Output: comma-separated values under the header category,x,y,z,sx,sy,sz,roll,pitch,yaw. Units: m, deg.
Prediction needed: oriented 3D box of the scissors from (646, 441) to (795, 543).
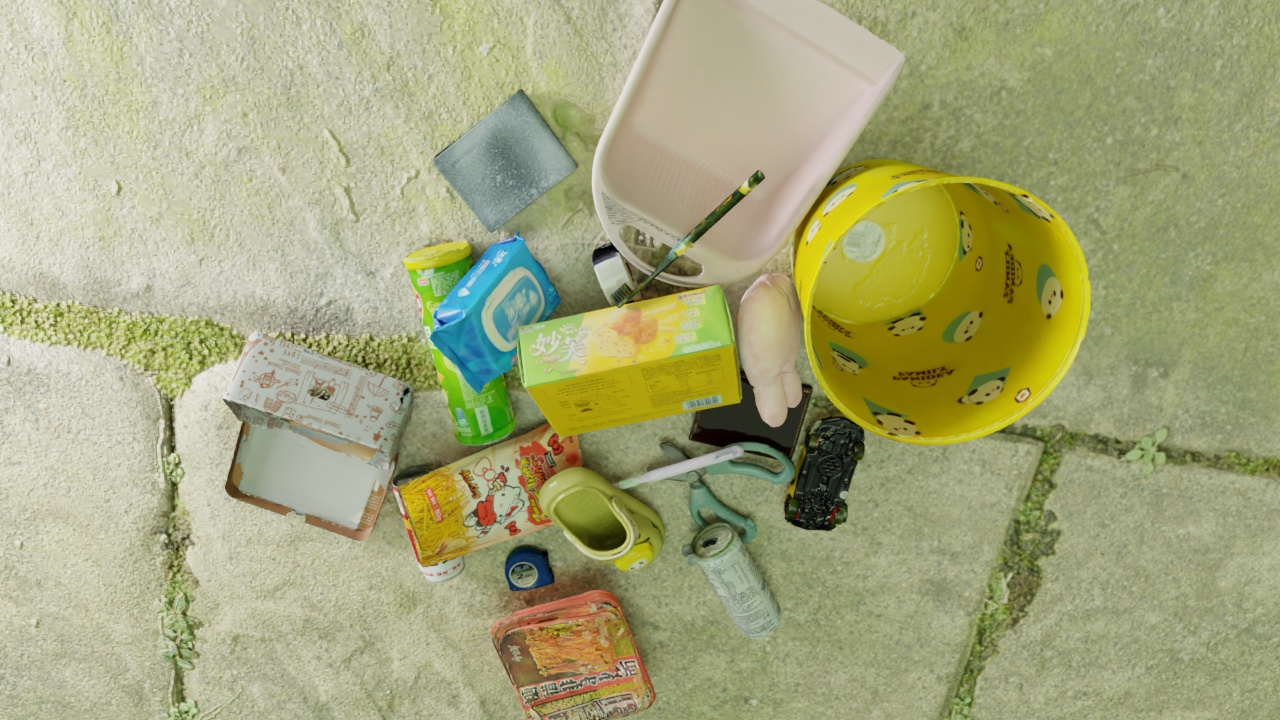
category,x,y,z,sx,sy,sz,roll,pitch,yaw
scissors,0.103,0.136,1.060,0.180,0.019,0.172,-36,107,26

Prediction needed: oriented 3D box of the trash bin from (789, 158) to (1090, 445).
category,x,y,z,sx,sy,sz,roll,pitch,yaw
trash bin,0.249,-0.079,0.859,0.229,0.255,0.230,0,112,0

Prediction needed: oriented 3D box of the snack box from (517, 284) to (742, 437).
category,x,y,z,sx,sy,sz,roll,pitch,yaw
snack box,-0.006,0.006,0.948,0.210,0.070,0.158,-11,155,5

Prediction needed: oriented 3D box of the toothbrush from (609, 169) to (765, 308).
category,x,y,z,sx,sy,sz,roll,pitch,yaw
toothbrush,0.043,-0.115,0.866,0.186,0.012,0.017,-41,94,11

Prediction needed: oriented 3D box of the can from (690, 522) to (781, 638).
category,x,y,z,sx,sy,sz,roll,pitch,yaw
can,0.115,0.263,1.091,0.058,0.058,0.147,-26,117,10

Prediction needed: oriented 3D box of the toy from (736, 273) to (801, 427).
category,x,y,z,sx,sy,sz,roll,pitch,yaw
toy,0.138,-0.012,0.962,0.054,0.121,0.159,2,113,31

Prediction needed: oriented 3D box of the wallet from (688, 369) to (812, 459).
category,x,y,z,sx,sy,sz,roll,pitch,yaw
wallet,0.125,0.060,1.042,0.122,0.020,0.096,13,107,-4

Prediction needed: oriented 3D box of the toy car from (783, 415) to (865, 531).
category,x,y,z,sx,sy,sz,roll,pitch,yaw
toy car,0.212,0.130,1.056,0.071,0.041,0.156,10,113,-4

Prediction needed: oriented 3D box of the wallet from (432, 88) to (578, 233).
category,x,y,z,sx,sy,sz,roll,pitch,yaw
wallet,-0.139,-0.202,0.941,0.121,0.019,0.097,-34,106,14

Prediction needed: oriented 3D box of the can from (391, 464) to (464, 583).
category,x,y,z,sx,sy,sz,roll,pitch,yaw
can,-0.247,0.192,1.076,0.053,0.053,0.133,-11,111,4

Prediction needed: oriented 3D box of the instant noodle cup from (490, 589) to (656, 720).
category,x,y,z,sx,sy,sz,roll,pitch,yaw
instant noodle cup,-0.082,0.359,1.128,0.164,0.079,0.189,-16,112,6

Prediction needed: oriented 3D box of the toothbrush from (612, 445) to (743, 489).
category,x,y,z,sx,sy,sz,roll,pitch,yaw
toothbrush,0.029,0.127,1.050,0.189,0.021,0.029,-18,106,18

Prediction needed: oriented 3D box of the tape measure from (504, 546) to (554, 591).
category,x,y,z,sx,sy,sz,roll,pitch,yaw
tape measure,-0.137,0.252,1.115,0.058,0.025,0.054,-14,109,1

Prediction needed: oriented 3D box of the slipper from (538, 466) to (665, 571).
category,x,y,z,sx,sy,sz,roll,pitch,yaw
slipper,-0.041,0.195,1.040,0.092,0.081,0.190,-34,129,13

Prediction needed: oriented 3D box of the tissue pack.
category,x,y,z,sx,sy,sz,roll,pitch,yaw
tissue pack,-0.144,-0.049,0.935,0.052,0.156,0.095,7,140,39

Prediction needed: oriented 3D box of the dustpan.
category,x,y,z,sx,sy,sz,roll,pitch,yaw
dustpan,0.084,-0.205,0.849,0.222,0.138,0.274,26,133,-8

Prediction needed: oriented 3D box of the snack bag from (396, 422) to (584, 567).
category,x,y,z,sx,sy,sz,roll,pitch,yaw
snack bag,-0.160,0.152,1.033,0.207,0.073,0.129,-18,112,-19

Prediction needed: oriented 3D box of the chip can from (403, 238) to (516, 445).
category,x,y,z,sx,sy,sz,roll,pitch,yaw
chip can,-0.190,-0.015,0.985,0.072,0.072,0.221,-10,111,4

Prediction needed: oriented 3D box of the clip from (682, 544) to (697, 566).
category,x,y,z,sx,sy,sz,roll,pitch,yaw
clip,0.080,0.235,1.113,0.057,0.029,0.025,-5,114,-9

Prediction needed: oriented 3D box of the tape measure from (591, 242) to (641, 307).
category,x,y,z,sx,sy,sz,roll,pitch,yaw
tape measure,-0.024,-0.087,0.959,0.033,0.066,0.066,-23,109,7

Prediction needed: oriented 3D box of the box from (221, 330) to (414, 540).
category,x,y,z,sx,sy,sz,roll,pitch,yaw
box,-0.357,0.085,1.015,0.179,0.124,0.275,21,137,-8
